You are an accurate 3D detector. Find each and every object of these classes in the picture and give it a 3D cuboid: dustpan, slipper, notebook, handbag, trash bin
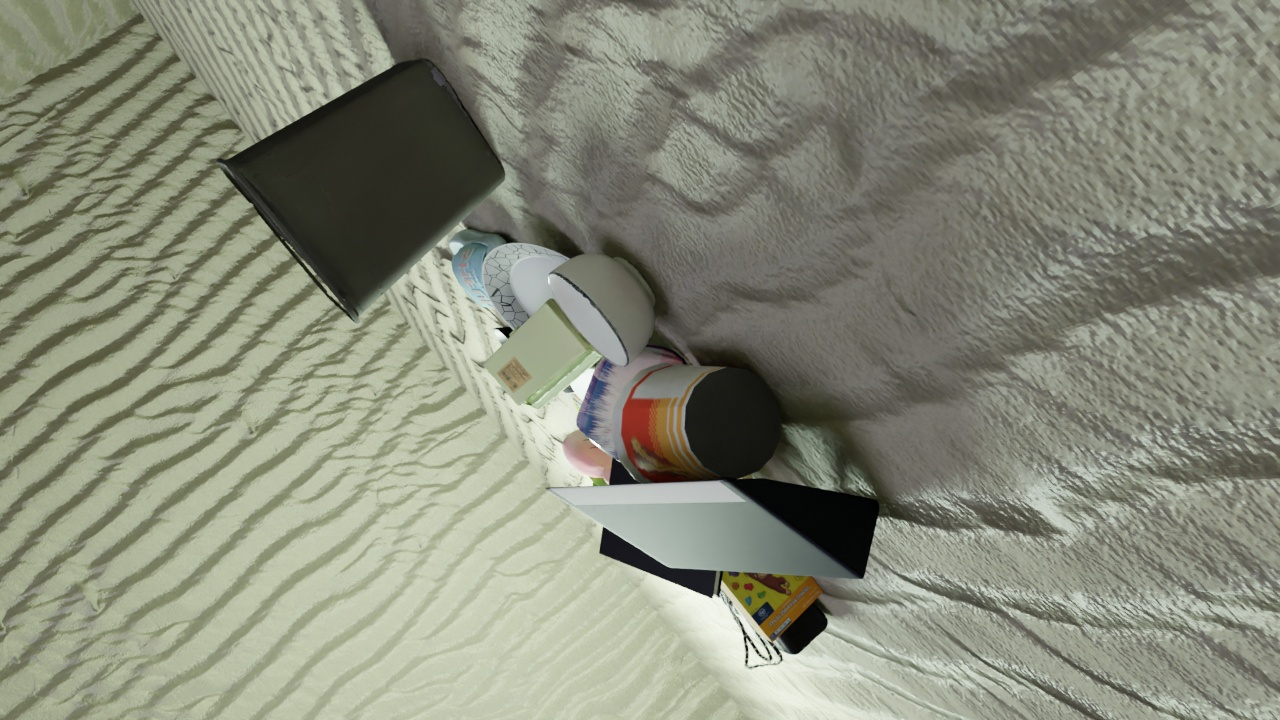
[{"bbox_3d":[0.094,0.140,0.825,0.273,0.080,0.237,38,150,-30],"label":"dustpan"},{"bbox_3d":[-0.209,-0.117,1.232,0.104,0.074,0.245,56,166,-29],"label":"slipper"},{"bbox_3d":[0.028,0.188,1.121,0.016,0.149,0.207,8,180,-42],"label":"notebook"},{"bbox_3d":[0.154,0.330,1.216,0.125,0.114,0.154,52,170,0],"label":"handbag"},{"bbox_3d":[0.028,0.062,0.941,0.170,0.145,0.067,28,-155,12],"label":"handbag"},{"bbox_3d":[-0.287,-0.191,0.975,0.197,0.219,0.197,26,153,57],"label":"trash bin"}]

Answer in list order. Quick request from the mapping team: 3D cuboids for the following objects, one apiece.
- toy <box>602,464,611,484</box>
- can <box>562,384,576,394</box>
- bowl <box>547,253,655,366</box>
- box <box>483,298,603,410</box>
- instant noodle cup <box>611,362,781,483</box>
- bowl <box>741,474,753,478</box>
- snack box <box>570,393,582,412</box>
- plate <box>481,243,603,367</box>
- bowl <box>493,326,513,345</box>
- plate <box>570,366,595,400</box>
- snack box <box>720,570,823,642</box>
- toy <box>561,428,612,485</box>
[{"bbox_3d":[0.031,0.185,1.257,0.192,0.096,0.237,29,146,32],"label":"toy"},{"bbox_3d":[-0.098,-0.024,1.137,0.128,0.071,0.072,56,165,-23],"label":"can"},{"bbox_3d":[-0.029,-0.056,0.867,0.113,0.063,0.113,45,165,15],"label":"bowl"},{"bbox_3d":[-0.088,-0.014,1.012,0.091,0.083,0.188,54,144,-2],"label":"box"},{"bbox_3d":[0.054,0.058,0.824,0.123,0.123,0.121,52,158,-10],"label":"instant noodle cup"},{"bbox_3d":[0.078,0.138,1.004,0.118,0.118,0.073,44,-155,20],"label":"bowl"},{"bbox_3d":[-0.042,0.066,1.255,0.132,0.027,0.168,32,160,22],"label":"snack box"},{"bbox_3d":[-0.091,-0.063,1.026,0.189,0.016,0.189,21,146,15],"label":"plate"},{"bbox_3d":[-0.145,-0.012,1.279,0.124,0.052,0.124,47,167,14],"label":"bowl"},{"bbox_3d":[0.008,0.063,1.077,0.208,0.015,0.209,27,160,10],"label":"plate"},{"bbox_3d":[0.145,0.259,1.108,0.126,0.088,0.040,52,166,-10],"label":"snack box"},{"bbox_3d":[-0.033,0.197,1.482,0.238,0.087,0.190,51,180,-28],"label":"toy"}]
